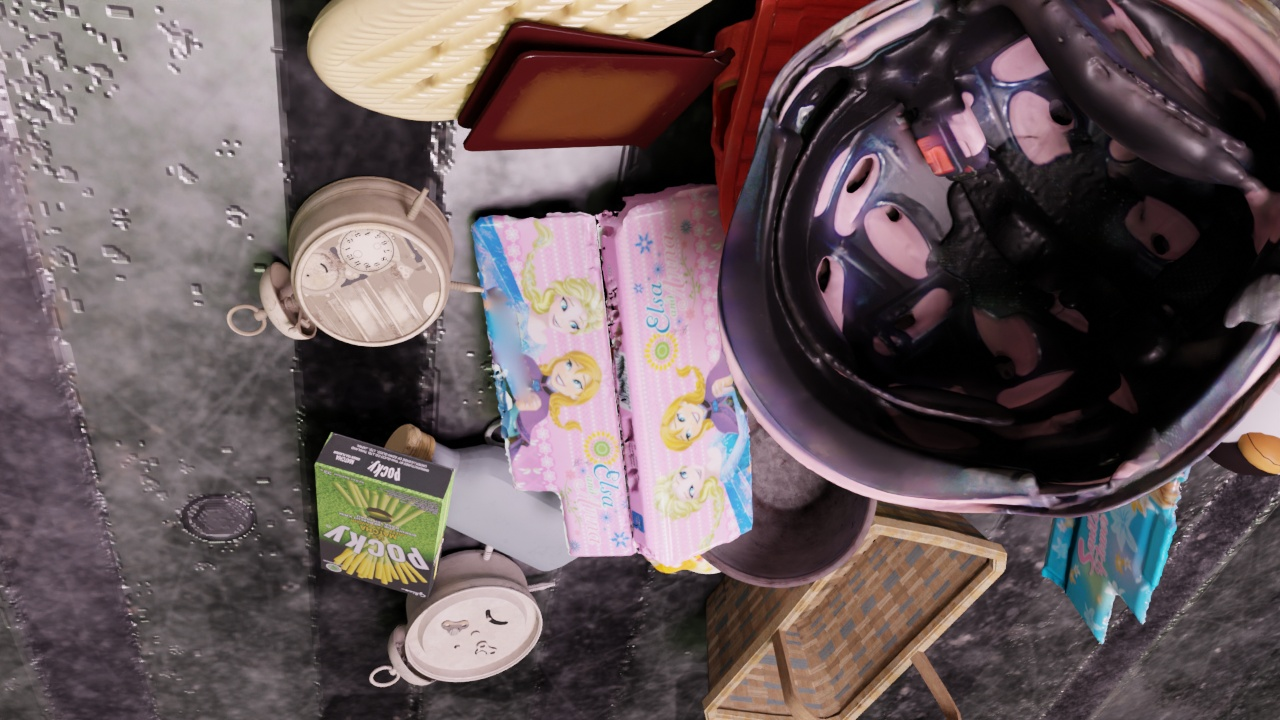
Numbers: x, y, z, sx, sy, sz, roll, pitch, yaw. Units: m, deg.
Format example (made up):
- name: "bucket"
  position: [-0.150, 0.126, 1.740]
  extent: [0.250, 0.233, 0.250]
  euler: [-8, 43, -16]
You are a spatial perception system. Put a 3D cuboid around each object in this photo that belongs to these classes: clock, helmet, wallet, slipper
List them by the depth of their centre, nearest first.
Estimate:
- name: "slipper"
  position: [-0.032, -0.190, 0.413]
  extent: [0.262, 0.079, 0.111]
  euler: [-17, 162, 22]
- name: "helmet"
  position: [0.163, -0.053, 0.426]
  extent: [0.256, 0.230, 0.152]
  euler: [-46, 167, 18]
- name: "wallet"
  position: [-0.024, -0.133, 0.459]
  extent: [0.115, 0.018, 0.092]
  euler: [-7, 166, -31]
- name: "slipper"
  position: [0.090, -0.158, 0.484]
  extent: [0.103, 0.059, 0.249]
  euler: [-3, 128, -9]
- name: "clock"
  position: [-0.168, -0.044, 0.518]
  extent: [0.141, 0.054, 0.093]
  euler: [-22, 129, 2]
- name: "clock"
  position: [-0.151, 0.207, 0.723]
  extent: [0.157, 0.061, 0.103]
  euler: [-37, 128, 7]

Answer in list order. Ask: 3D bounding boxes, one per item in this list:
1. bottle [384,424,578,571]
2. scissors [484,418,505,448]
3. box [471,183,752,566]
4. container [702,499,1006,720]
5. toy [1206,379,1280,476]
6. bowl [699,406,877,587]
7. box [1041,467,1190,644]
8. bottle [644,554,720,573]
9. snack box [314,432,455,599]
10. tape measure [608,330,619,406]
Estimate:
- name: "bottle"
  position: [-0.106, 0.095, 0.647]
  extent: [0.072, 0.046, 0.161]
  euler: [-35, 128, 28]
- name: "scissors"
  position: [-0.050, 0.023, 0.627]
  extent: [0.117, 0.014, 0.162]
  euler: [27, 121, -29]
- name: "box"
  position: [-0.008, 0.017, 0.555]
  extent: [0.160, 0.062, 0.231]
  euler: [-9, 109, -9]
- name: "container"
  position: [0.163, 0.219, 0.723]
  extent: [0.157, 0.186, 0.251]
  euler: [15, 123, -24]
- name: "toy"
  position: [0.504, 0.008, 0.693]
  extent: [0.159, 0.139, 0.185]
  euler: [29, 133, 5]
- name: "bowl"
  position: [0.096, 0.080, 0.649]
  extent: [0.145, 0.067, 0.145]
  euler: [2, 96, 21]
- name: "box"
  position: [0.334, 0.079, 0.638]
  extent: [0.085, 0.169, 0.227]
  euler: [14, 122, 28]
- name: "bottle"
  position: [0.056, 0.133, 0.708]
  extent: [0.109, 0.063, 0.063]
  euler: [6, 126, -16]
- name: "snack box"
  position: [-0.174, 0.109, 0.620]
  extent: [0.080, 0.025, 0.148]
  euler: [17, 140, -4]
- name: "tape measure"
  position: [-0.004, 0.004, 0.605]
  extent: [0.058, 0.038, 0.058]
  euler: [-8, 130, -7]
